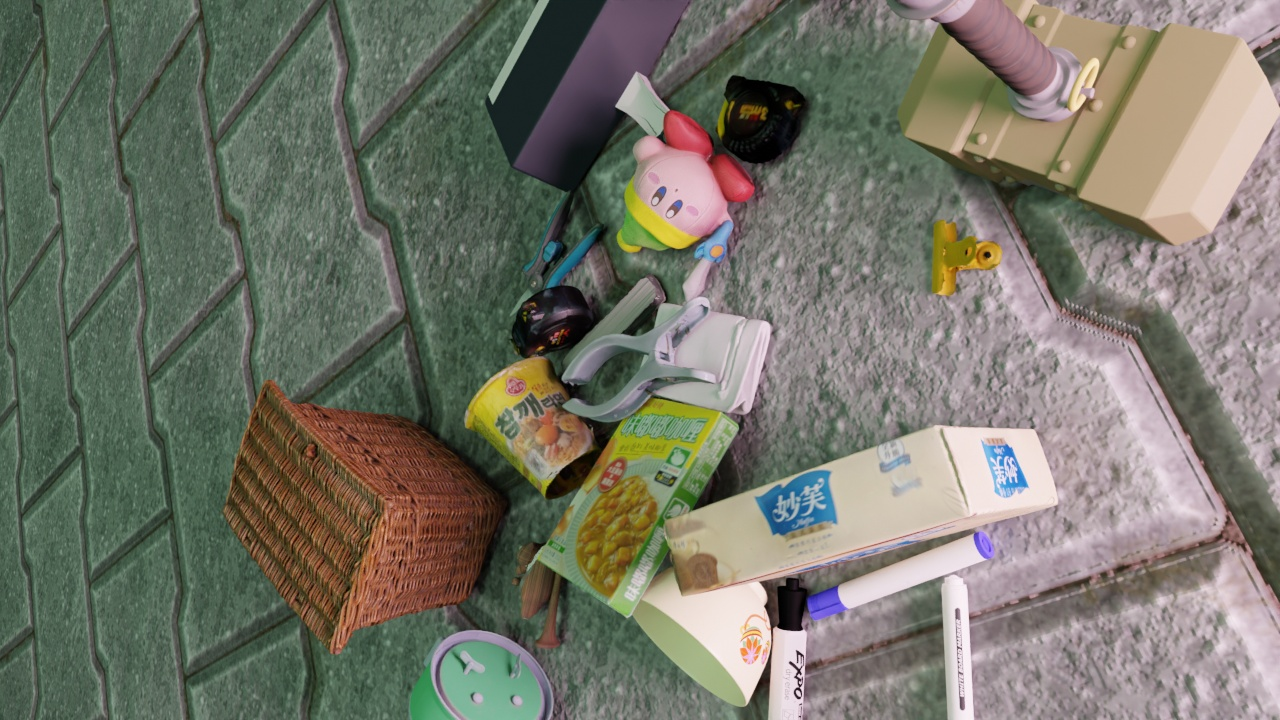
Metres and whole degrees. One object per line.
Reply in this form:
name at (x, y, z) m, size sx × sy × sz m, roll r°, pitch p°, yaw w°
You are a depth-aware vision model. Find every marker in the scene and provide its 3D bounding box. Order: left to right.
marker at (0.112, 0.229, 0.698) m, size 0.025 × 0.025 × 0.126 m, roll 1°, pitch 87°, yaw 41°
marker at (0.180, 0.154, 0.649) m, size 0.142 × 0.020 × 0.020 m, roll -33°, pitch 65°, yaw 34°
marker at (0.215, 0.212, 0.616) m, size 0.020 × 0.017 × 0.133 m, roll -1°, pitch 84°, yaw 4°

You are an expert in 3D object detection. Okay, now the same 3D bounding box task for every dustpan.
dustpan at (-0.038, -0.279, 0.869) m, size 0.237 × 0.080 × 0.273 m, roll -55°, pitch 34°, yaw 23°

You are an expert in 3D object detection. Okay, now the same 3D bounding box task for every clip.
clip at (-0.005, -0.009, 0.784) m, size 0.164 × 0.028 × 0.108 m, roll -18°, pitch 65°, yaw 38°
clip at (0.219, -0.073, 0.631) m, size 0.046 × 0.035 × 0.053 m, roll -1°, pitch 84°, yaw 48°

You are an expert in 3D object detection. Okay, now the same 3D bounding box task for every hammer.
hammer at (0.187, -0.161, 0.471) m, size 0.190 × 0.324 × 0.101 m, roll 34°, pitch 107°, yaw 38°

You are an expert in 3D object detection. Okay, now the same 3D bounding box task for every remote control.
remote control at (-0.027, -0.027, 0.850) m, size 0.137 × 0.013 × 0.033 m, roll -45°, pitch 58°, yaw 31°

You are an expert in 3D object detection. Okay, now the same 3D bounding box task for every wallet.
wallet at (0.054, -0.001, 0.769) m, size 0.116 × 0.032 × 0.086 m, roll 18°, pitch 89°, yaw 45°

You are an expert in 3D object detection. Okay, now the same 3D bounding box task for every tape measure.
tape measure at (-0.083, -0.038, 0.862) m, size 0.042 × 0.072 × 0.072 m, roll 64°, pitch 152°, yaw 28°
tape measure at (0.097, -0.193, 0.745) m, size 0.067 × 0.038 × 0.062 m, roll 21°, pitch 92°, yaw 37°

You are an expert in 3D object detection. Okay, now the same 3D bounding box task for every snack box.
snack box at (-0.006, 0.109, 0.739) m, size 0.167 × 0.027 × 0.132 m, roll -58°, pitch 27°, yaw -13°
snack box at (0.141, 0.100, 0.600) m, size 0.208 × 0.153 × 0.055 m, roll -27°, pitch 69°, yaw 36°

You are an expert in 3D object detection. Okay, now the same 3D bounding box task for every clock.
clock at (-0.139, 0.324, 0.834) m, size 0.075 × 0.121 × 0.161 m, roll -58°, pitch 35°, yaw 22°

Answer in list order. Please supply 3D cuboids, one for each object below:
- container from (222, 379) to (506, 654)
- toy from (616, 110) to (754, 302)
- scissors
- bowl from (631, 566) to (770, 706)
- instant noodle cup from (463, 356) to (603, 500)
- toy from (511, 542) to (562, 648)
container at (-0.274, 0.148, 0.933) m, size 0.250 × 0.183 × 0.162 m, roll 32°, pitch 105°, yaw 37°
toy at (0.031, -0.129, 0.785) m, size 0.124 × 0.096 × 0.132 m, roll 40°, pitch 109°, yaw -7°
scissors at (-0.085, -0.100, 0.904) m, size 0.122 × 0.019 × 0.149 m, roll 7°, pitch 96°, yaw 37°
bowl at (0.057, 0.197, 0.709) m, size 0.118 × 0.118 × 0.073 m, roll 25°, pitch 60°, yaw 39°
instant noodle cup at (-0.093, 0.067, 0.851) m, size 0.108 × 0.102 × 0.102 m, roll 48°, pitch 116°, yaw 23°
toy at (-0.096, 0.216, 0.870) m, size 0.055 × 0.041 × 0.101 m, roll 7°, pitch 82°, yaw 19°
